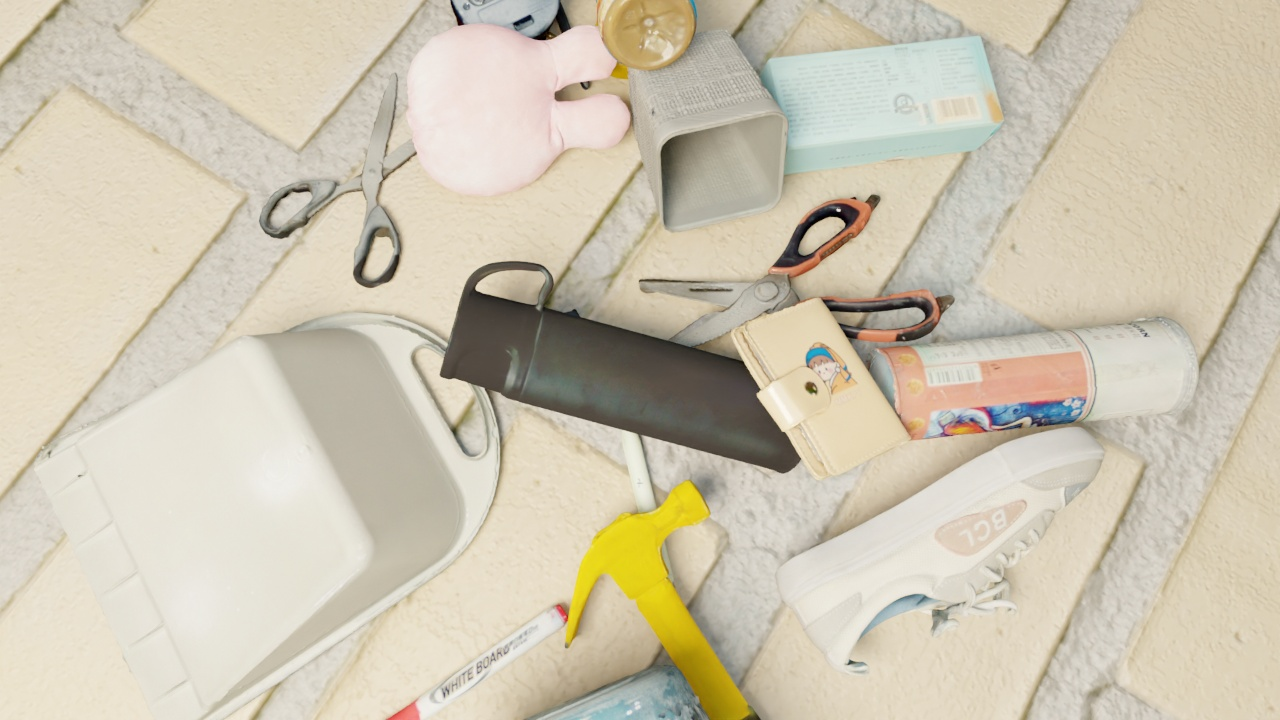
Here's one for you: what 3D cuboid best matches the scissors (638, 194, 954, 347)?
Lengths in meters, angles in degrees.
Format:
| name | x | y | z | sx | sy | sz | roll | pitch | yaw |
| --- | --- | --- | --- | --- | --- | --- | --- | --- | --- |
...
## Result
| name | x | y | z | sx | sy | sz | roll | pitch | yaw |
| --- | --- | --- | --- | --- | --- | --- | --- | --- | --- |
| scissors | 0.112 | -0.052 | 0.664 | 0.189 | 0.015 | 0.226 | 36 | 69 | 25 |

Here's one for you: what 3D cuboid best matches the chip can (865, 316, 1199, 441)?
| name | x | y | z | sx | sy | sz | roll | pitch | yaw |
| --- | --- | --- | --- | --- | --- | --- | --- | --- | --- |
| chip can | 0.270 | 0.014 | 0.649 | 0.214 | 0.071 | 0.071 | -5 | 77 | -5 |

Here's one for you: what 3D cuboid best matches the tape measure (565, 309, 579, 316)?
| name | x | y | z | sx | sy | sz | roll | pitch | yaw |
| --- | --- | --- | --- | --- | --- | --- | --- | --- | --- |
| tape measure | -0.057 | -0.007 | 0.657 | 0.054 | 0.025 | 0.058 | -4 | 77 | -4 |

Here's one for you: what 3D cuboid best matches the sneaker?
| name | x | y | z | sx | sy | sz | roll | pitch | yaw |
| --- | --- | --- | --- | --- | --- | --- | --- | --- | --- |
| sneaker | 0.215 | 0.127 | 0.606 | 0.242 | 0.089 | 0.090 | -26 | 64 | -5 |

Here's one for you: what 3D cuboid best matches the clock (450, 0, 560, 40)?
| name | x | y | z | sx | sy | sz | roll | pitch | yaw |
| --- | --- | --- | --- | --- | --- | --- | --- | --- | --- |
| clock | -0.109 | -0.283 | 0.694 | 0.082 | 0.055 | 0.122 | -29 | 94 | -8 |

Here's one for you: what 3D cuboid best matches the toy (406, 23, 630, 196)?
| name | x | y | z | sx | sy | sz | roll | pitch | yaw |
| --- | --- | --- | --- | --- | --- | --- | --- | --- | --- |
| toy | -0.089 | -0.184 | 0.667 | 0.159 | 0.054 | 0.121 | -10 | 112 | -2 |

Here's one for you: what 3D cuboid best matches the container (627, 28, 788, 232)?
| name | x | y | z | sx | sy | sz | roll | pitch | yaw |
| --- | --- | --- | --- | --- | --- | --- | --- | --- | --- |
| container | 0.042 | -0.169 | 0.656 | 0.090 | 0.090 | 0.114 | -14 | 54 | -7 |

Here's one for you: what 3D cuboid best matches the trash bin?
| name | x | y | z | sx | sy | sz | roll | pitch | yaw |
| --- | --- | --- | --- | --- | --- | --- | --- | --- | --- |
| trash bin | -0.011 | 0.282 | 0.494 | 0.226 | 0.227 | 0.195 | -20 | 74 | -8 |

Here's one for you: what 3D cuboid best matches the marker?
| name | x | y | z | sx | sy | sz | roll | pitch | yaw |
| --- | --- | --- | --- | --- | --- | --- | --- | --- | --- |
| marker | -0.111 | 0.208 | 0.606 | 0.145 | 0.017 | 0.017 | -33 | 81 | -10 |

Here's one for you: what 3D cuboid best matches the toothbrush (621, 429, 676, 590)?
| name | x | y | z | sx | sy | sz | roll | pitch | yaw |
| --- | --- | --- | --- | --- | --- | --- | --- | --- | --- |
| toothbrush | -0.001 | 0.072 | 0.645 | 0.029 | 0.020 | 0.189 | 1 | 73 | -49 |

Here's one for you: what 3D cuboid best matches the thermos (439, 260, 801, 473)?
| name | x | y | z | sx | sy | sz | roll | pitch | yaw |
| --- | --- | --- | --- | --- | --- | --- | --- | --- | --- |
| thermos | -0.004 | 0.004 | 0.607 | 0.242 | 0.068 | 0.090 | 16 | 105 | -12 |

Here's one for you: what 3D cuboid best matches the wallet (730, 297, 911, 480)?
| name | x | y | z | sx | sy | sz | roll | pitch | yaw |
| --- | --- | --- | --- | --- | --- | --- | --- | --- | --- |
| wallet | 0.115 | 0.017 | 0.597 | 0.087 | 0.024 | 0.115 | -20 | 72 | -29 |

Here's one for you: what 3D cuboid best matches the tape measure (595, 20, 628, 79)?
| name | x | y | z | sx | sy | sz | roll | pitch | yaw |
| --- | --- | --- | --- | --- | --- | --- | --- | --- | --- |
| tape measure | -0.012 | -0.251 | 0.716 | 0.057 | 0.029 | 0.060 | 19 | 76 | 0 |

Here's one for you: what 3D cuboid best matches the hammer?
| name | x | y | z | sx | sy | sz | roll | pitch | yaw |
| --- | --- | --- | --- | --- | --- | --- | --- | --- | --- |
| hammer | 0.060 | 0.233 | 0.595 | 0.129 | 0.033 | 0.300 | -34 | 84 | 3 |

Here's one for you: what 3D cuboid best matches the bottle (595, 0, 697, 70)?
| name | x | y | z | sx | sy | sz | roll | pitch | yaw |
| --- | --- | --- | --- | --- | --- | --- | --- | --- | --- |
| bottle | -0.010 | -0.289 | 0.668 | 0.065 | 0.065 | 0.218 | -7 | 45 | -5 |

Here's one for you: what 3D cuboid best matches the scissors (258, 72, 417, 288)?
| name | x | y | z | sx | sy | sz | roll | pitch | yaw |
| --- | --- | --- | --- | --- | --- | --- | --- | --- | --- |
| scissors | -0.205 | -0.135 | 0.687 | 0.159 | 0.014 | 0.180 | -8 | 75 | -8 |

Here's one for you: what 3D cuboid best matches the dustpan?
| name | x | y | z | sx | sy | sz | roll | pitch | yaw |
| --- | --- | --- | --- | --- | --- | --- | --- | --- | --- |
| dustpan | -0.235 | 0.088 | 0.632 | 0.258 | 0.142 | 0.222 | -35 | 80 | 19 |

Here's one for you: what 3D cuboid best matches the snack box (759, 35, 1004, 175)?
| name | x | y | z | sx | sy | sz | roll | pitch | yaw |
| --- | --- | --- | --- | --- | --- | --- | --- | --- | --- |
| snack box | 0.181 | -0.195 | 0.703 | 0.175 | 0.052 | 0.074 | -8 | 76 | -6 |

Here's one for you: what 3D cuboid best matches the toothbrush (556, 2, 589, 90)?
| name | x | y | z | sx | sy | sz | roll | pitch | yaw |
| --- | --- | --- | --- | --- | --- | --- | --- | --- | --- |
| toothbrush | -0.068 | -0.295 | 0.731 | 0.018 | 0.016 | 0.181 | -14 | 77 | -16 |
